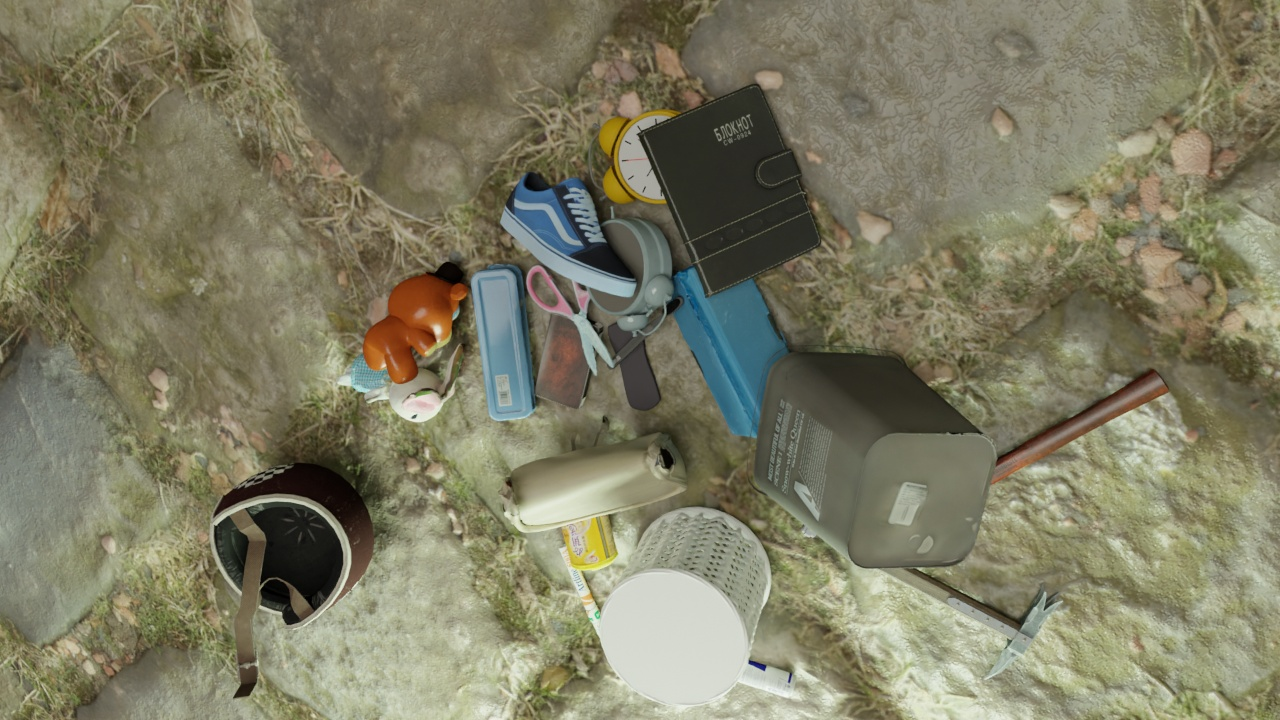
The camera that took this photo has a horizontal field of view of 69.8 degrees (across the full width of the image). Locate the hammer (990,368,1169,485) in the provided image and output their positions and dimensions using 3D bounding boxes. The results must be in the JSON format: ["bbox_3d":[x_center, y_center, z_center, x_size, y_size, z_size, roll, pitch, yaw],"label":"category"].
[{"bbox_3d":[0.475,0.102,1.091,0.301,0.028,0.111,-35,93,21],"label":"hammer"}]

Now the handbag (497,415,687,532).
[{"bbox_3d":[-0.063,0.130,1.149,0.229,0.184,0.132,-18,79,-5],"label":"handbag"}]

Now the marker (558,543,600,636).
[{"bbox_3d":[-0.082,0.330,1.315,0.017,0.017,0.145,-20,98,20],"label":"marker"}]

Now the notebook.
[{"bbox_3d":[0.110,-0.201,1.080,0.169,0.029,0.209,-25,99,-10],"label":"notebook"}]

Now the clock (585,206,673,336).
[{"bbox_3d":[-0.013,-0.105,1.132,0.123,0.045,0.159,-47,60,40],"label":"clock"}]

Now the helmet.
[{"bbox_3d":[-0.494,0.269,1.289,0.233,0.253,0.233,-30,100,-4],"label":"helmet"}]

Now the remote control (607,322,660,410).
[{"bbox_3d":[-0.007,0.007,1.214,0.046,0.009,0.124,-13,100,19],"label":"remote control"}]

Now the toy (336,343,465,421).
[{"bbox_3d":[-0.337,0.043,1.278,0.206,0.130,0.106,4,126,27],"label":"toy"}]

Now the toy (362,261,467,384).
[{"bbox_3d":[-0.297,-0.056,1.218,0.112,0.096,0.176,25,85,41],"label":"toy"}]

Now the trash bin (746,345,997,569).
[{"bbox_3d":[0.254,0.109,1.017,0.197,0.220,0.197,2,107,-16],"label":"trash bin"}]

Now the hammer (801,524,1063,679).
[{"bbox_3d":[0.350,0.283,1.174,0.317,0.028,0.147,27,109,8],"label":"hammer"}]

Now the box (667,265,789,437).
[{"bbox_3d":[0.111,-0.018,1.158,0.110,0.094,0.231,-16,104,59],"label":"box"}]

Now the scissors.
[{"bbox_3d":[-0.067,-0.067,1.193,0.108,0.016,0.179,-36,83,9],"label":"scissors"}]

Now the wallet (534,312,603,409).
[{"bbox_3d":[-0.098,-0.001,1.232,0.072,0.019,0.123,18,108,11],"label":"wallet"}]

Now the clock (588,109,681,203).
[{"bbox_3d":[0.010,-0.247,1.122,0.152,0.052,0.113,-2,103,13],"label":"clock"}]

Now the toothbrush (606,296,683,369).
[{"bbox_3d":[0.003,-0.032,1.164,0.013,0.013,0.168,55,134,8],"label":"toothbrush"}]

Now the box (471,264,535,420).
[{"bbox_3d":[-0.180,-0.026,1.241,0.069,0.064,0.210,-5,105,0],"label":"box"}]

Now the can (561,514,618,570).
[{"bbox_3d":[-0.074,0.229,1.260,0.068,0.067,0.105,-10,101,18],"label":"can"}]

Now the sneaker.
[{"bbox_3d":[-0.083,-0.164,1.110,0.241,0.083,0.098,39,113,37],"label":"sneaker"}]

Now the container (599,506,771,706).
[{"bbox_3d":[0.061,0.310,1.178,0.189,0.186,0.189,4,105,15],"label":"container"}]

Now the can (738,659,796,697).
[{"bbox_3d":[0.165,0.434,1.263,0.095,0.032,0.032,14,107,12],"label":"can"}]
